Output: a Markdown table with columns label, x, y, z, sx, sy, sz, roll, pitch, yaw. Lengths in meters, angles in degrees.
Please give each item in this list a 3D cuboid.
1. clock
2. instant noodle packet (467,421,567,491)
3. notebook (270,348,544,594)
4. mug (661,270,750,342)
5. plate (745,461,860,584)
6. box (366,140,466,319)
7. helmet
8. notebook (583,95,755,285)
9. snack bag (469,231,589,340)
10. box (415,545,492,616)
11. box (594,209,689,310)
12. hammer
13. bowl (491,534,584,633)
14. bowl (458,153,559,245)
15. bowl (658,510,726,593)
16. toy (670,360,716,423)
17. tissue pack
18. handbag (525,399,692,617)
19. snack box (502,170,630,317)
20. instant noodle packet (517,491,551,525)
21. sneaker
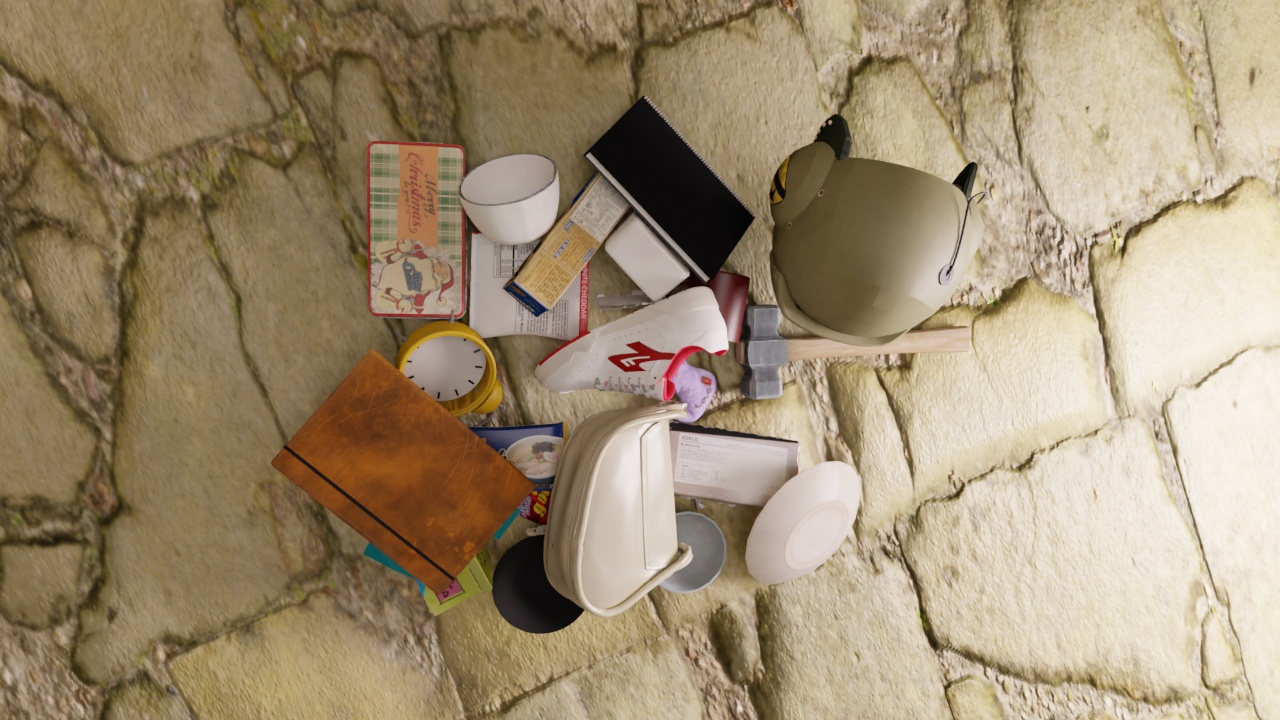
| label | x | y | z | sx | sy | sz | roll | pitch | yaw |
| --- | --- | --- | --- | --- | --- | --- | --- | --- | --- |
| clock | -0.226 | 0.022 | 1.086 | 0.113 | 0.052 | 0.152 | -22 | 121 | -8 |
| instant noodle packet | -0.154 | 0.118 | 1.102 | 0.134 | 0.026 | 0.087 | -2 | 100 | -5 |
| notebook | -0.254 | 0.135 | 1.000 | 0.249 | 0.014 | 0.178 | 42 | 88 | -11 |
| mug | 0.077 | -0.071 | 1.141 | 0.106 | 0.073 | 0.082 | 10 | 93 | 0 |
| plate | 0.215 | 0.215 | 1.166 | 0.188 | 0.027 | 0.189 | -18 | 127 | -26 |
| box | -0.262 | -0.151 | 1.079 | 0.117 | 0.050 | 0.205 | 1 | 94 | -12 |
| helmet | 0.255 | -0.136 | 1.062 | 0.250 | 0.256 | 0.233 | 16 | 89 | -11 |
| notebook | 0.041 | -0.208 | 1.104 | 0.206 | 0.016 | 0.148 | 45 | 48 | -11 |
| snack bag | -0.133 | -0.088 | 1.112 | 0.144 | 0.039 | 0.131 | 2 | 90 | -13 |
| box | -0.254 | 0.174 | 1.074 | 0.082 | 0.124 | 0.221 | -29 | 98 | -5 |
| box | -0.018 | -0.101 | 1.107 | 0.130 | 0.109 | 0.103 | -40 | 104 | 14 |
| hammer | 0.281 | -0.020 | 1.197 | 0.322 | 0.051 | 0.117 | -4 | 96 | -13 |
| bowl | -0.123 | 0.270 | 1.141 | 0.124 | 0.052 | 0.124 | -1 | 95 | -11 |
| bowl | -0.146 | -0.182 | 1.057 | 0.116 | 0.116 | 0.066 | -19 | 130 | -9 |
| bowl | 0.054 | 0.242 | 1.179 | 0.106 | 0.039 | 0.106 | -1 | 95 | -11 |
| toy | 0.046 | 0.032 | 1.159 | 0.099 | 0.036 | 0.080 | 28 | 85 | -13 |
| tissue pack | 0.107 | 0.142 | 1.174 | 0.181 | 0.071 | 0.103 | 9 | 79 | -13 |
| handbag | -0.032 | 0.166 | 1.087 | 0.183 | 0.132 | 0.229 | -8 | 101 | -32 |
| snack box | -0.077 | -0.148 | 1.085 | 0.056 | 0.057 | 0.206 | 40 | 71 | -12 |
| instant noodle packet | -0.100 | 0.164 | 1.144 | 0.135 | 0.039 | 0.098 | 24 | 94 | -11 |
| sneaker | -0.006 | 0.006 | 1.088 | 0.237 | 0.090 | 0.104 | -23 | 81 | 9 |
